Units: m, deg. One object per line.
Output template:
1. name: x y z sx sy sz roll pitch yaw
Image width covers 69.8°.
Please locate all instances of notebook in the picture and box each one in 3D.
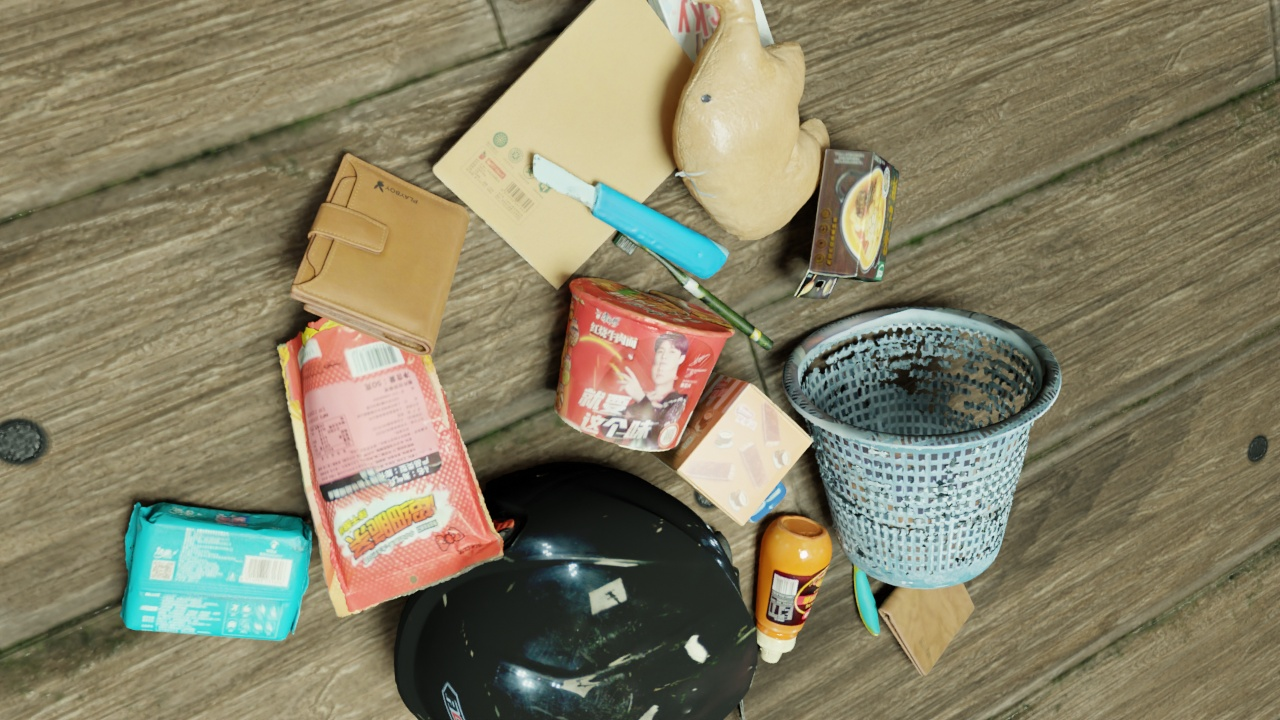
1. notebook: -0.042 -0.175 0.728 0.207 0.008 0.148 -46 124 2

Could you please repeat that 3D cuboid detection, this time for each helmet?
1. helmet: -0.045 0.214 0.720 0.274 0.230 0.233 -25 108 -26

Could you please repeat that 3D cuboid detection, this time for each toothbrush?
1. toothbrush: 0.050 -0.059 0.813 0.185 0.012 0.017 35 94 -24

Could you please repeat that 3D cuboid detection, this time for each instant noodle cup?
1. instant noodle cup: -0.004 0.004 0.746 0.137 0.138 0.109 12 104 -23

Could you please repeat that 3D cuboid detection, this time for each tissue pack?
1. tissue pack: -0.323 0.161 0.700 0.133 0.050 0.093 12 99 -22

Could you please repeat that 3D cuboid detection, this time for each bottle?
1. bottle: 0.140 0.227 0.890 0.066 0.067 0.150 3 108 -22

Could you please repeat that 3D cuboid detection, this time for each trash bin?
1. trash bin: 0.248 0.087 0.829 0.226 0.226 0.195 -19 121 -16

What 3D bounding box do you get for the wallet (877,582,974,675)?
1. wallet: 0.305 0.262 0.969 0.101 0.020 0.115 -45 117 -20

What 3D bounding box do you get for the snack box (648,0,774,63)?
1. snack box: 0.049 -0.301 0.749 0.084 0.027 0.157 -28 110 -11

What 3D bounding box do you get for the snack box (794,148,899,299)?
1. snack box: 0.182 -0.113 0.800 0.113 0.053 0.126 -7 105 -64

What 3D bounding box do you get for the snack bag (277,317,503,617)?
1. snack bag: -0.189 0.067 0.669 0.128 0.073 0.207 -20 81 0

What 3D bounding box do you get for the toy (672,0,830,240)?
1. toy: 0.080 -0.190 0.721 0.143 0.082 0.226 -54 141 -15

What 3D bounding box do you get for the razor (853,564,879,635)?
1. razor: 0.232 0.221 0.937 0.043 0.028 0.133 -23 112 -39

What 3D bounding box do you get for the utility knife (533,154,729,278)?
1. utility knife: -0.006 -0.117 0.756 0.203 0.018 0.034 24 98 -35

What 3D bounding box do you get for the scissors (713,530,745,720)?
1. scissors: 0.090 0.261 0.884 0.022 0.160 0.234 -9 142 1

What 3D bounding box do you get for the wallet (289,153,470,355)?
1. wallet: -0.187 -0.078 0.671 0.107 0.031 0.131 24 53 -23

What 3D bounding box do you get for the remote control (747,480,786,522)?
1. remote control: 0.085 0.092 0.854 0.049 0.024 0.125 -39 109 -9

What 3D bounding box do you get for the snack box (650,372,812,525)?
1. snack box: 0.075 0.073 0.785 0.077 0.093 0.094 41 85 -14
